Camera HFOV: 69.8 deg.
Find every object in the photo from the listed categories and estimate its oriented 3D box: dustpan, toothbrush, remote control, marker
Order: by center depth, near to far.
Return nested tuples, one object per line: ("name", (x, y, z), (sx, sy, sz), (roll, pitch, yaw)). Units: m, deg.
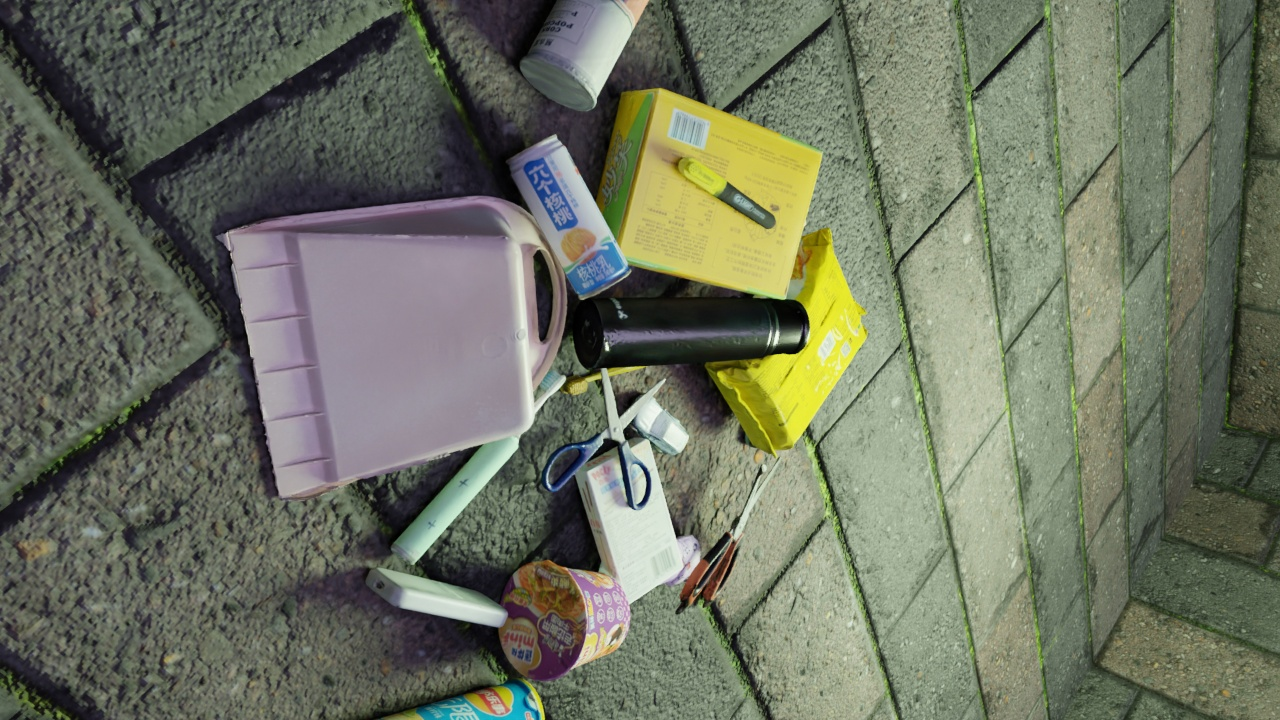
("dustpan", (-0.183, -0.024, 0.767), (0.273, 0.139, 0.223), (-5, 111, -15))
("remote control", (-0.180, 0.213, 0.819), (0.136, 0.056, 0.020), (31, 79, -47))
("toothbrush", (-0.141, 0.093, 0.836), (0.224, 0.027, 0.026), (-49, 169, -21))
("marker", (0.084, -0.154, 0.854), (0.124, 0.015, 0.018), (26, 93, -34))
("toothbrush", (-0.006, 0.006, 0.950), (0.189, 0.017, 0.016), (-18, 115, -41))

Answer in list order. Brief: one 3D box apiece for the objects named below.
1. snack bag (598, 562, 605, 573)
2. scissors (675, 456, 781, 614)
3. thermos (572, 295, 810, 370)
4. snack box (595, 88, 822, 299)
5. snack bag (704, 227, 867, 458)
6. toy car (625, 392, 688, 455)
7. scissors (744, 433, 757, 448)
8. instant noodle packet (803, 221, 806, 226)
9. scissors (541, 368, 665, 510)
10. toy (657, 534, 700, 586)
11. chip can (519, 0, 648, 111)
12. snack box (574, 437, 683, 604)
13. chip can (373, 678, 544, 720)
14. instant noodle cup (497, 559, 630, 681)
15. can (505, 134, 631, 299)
("snack bag", (-0.025, 0.214, 0.998), (0.048, 0.026, 0.104), (19, 89, -33))
("scissors", (0.107, 0.215, 1.092), (0.226, 0.015, 0.189), (-48, 153, -22))
("thermos", (0.050, -0.034, 0.925), (0.242, 0.090, 0.068), (-3, 120, -29))
("snack box", (0.064, -0.156, 0.893), (0.209, 0.070, 0.158), (10, 96, -33))
("snack bag", (0.183, -0.018, 1.074), (0.245, 0.068, 0.158), (-53, 130, -24))
("toy car", (0.019, 0.071, 0.987), (0.043, 0.034, 0.090), (-56, 134, -11))
("scissors", (0.155, 0.015, 1.117), (0.181, 0.019, 0.170), (41, 75, -44))
("instant noodle packet", (0.135, -0.169, 1.013), (0.128, 0.044, 0.111), (-32, 127, -34))
("scissors", (-0.027, 0.082, 0.921), (0.172, 0.012, 0.162), (-43, 119, -23))
("toy", (0.031, 0.226, 1.049), (0.108, 0.039, 0.084), (15, 95, -46))
("chip can", (-0.022, -0.322, 0.778), (0.071, 0.071, 0.214), (36, 77, -46))
("snack box", (-0.010, 0.169, 0.968), (0.084, 0.027, 0.157), (-25, 106, -34))
("chip can", (-0.191, 0.352, 0.845), (0.209, 0.071, 0.071), (2, 102, -46))
("instant noodle cup", (-0.069, 0.256, 0.915), (0.099, 0.112, 0.111), (15, 93, -54))
("can", (-0.062, -0.123, 0.790), (0.053, 0.053, 0.134), (-37, 105, -31))
